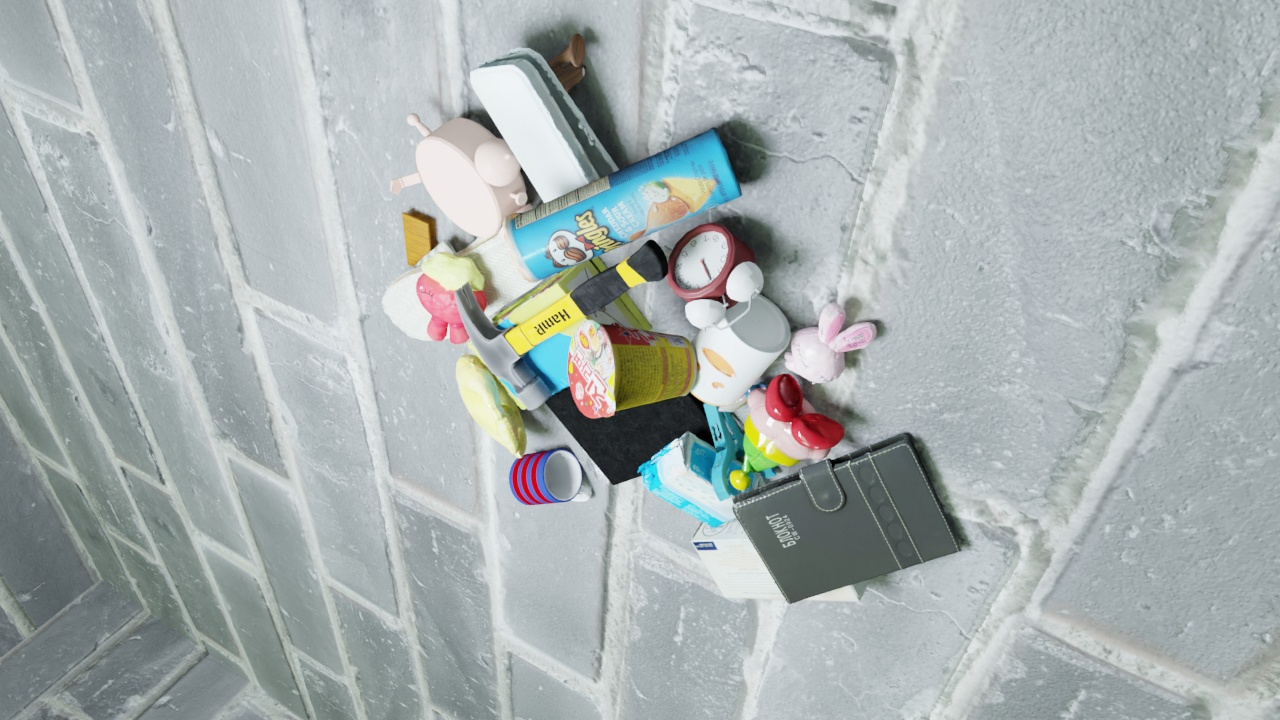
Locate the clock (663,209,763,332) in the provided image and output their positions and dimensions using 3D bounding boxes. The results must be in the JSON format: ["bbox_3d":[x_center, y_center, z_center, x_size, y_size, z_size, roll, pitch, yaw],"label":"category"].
[{"bbox_3d":[0.074,-0.086,0.921,0.087,0.124,0.044,-37,141,21],"label":"clock"}]

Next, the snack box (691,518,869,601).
[{"bbox_3d":[0.175,0.244,1.152,0.208,0.057,0.104,-12,116,43],"label":"snack box"}]

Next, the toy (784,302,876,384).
[{"bbox_3d":[0.189,-0.013,0.939,0.063,0.047,0.110,33,135,-2],"label":"toy"}]

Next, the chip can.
[{"bbox_3d":[-0.019,-0.151,0.901,0.230,0.079,0.080,-21,113,12],"label":"chip can"}]

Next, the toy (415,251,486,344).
[{"bbox_3d":[-0.235,-0.076,1.131,0.091,0.045,0.135,22,128,5],"label":"toy"}]

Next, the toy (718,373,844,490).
[{"bbox_3d":[0.143,0.082,1.020,0.124,0.096,0.132,42,150,7],"label":"toy"}]

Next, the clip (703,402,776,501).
[{"bbox_3d":[0.106,0.117,1.081,0.120,0.118,0.033,40,147,-15],"label":"clip"}]

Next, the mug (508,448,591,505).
[{"bbox_3d":[-0.124,0.176,1.320,0.076,0.074,0.112,-13,142,43],"label":"mug"}]

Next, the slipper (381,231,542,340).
[{"bbox_3d":[-0.223,-0.100,1.171,0.273,0.053,0.114,-19,116,35],"label":"slipper"}]

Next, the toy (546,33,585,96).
[{"bbox_3d":[-0.088,-0.283,0.927,0.102,0.041,0.054,-16,146,35],"label":"toy"}]

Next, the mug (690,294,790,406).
[{"bbox_3d":[0.099,-0.012,0.980,0.082,0.082,0.106,40,138,3],"label":"mug"}]

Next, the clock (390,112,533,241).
[{"bbox_3d":[-0.197,-0.199,1.037,0.161,0.086,0.131,20,144,27],"label":"clock"}]

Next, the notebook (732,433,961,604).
[{"bbox_3d":[0.227,0.180,1.021,0.209,0.029,0.169,-24,112,16],"label":"notebook"}]

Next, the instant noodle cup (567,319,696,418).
[{"bbox_3d":[-0.006,0.006,0.965,0.100,0.112,0.100,11,103,57],"label":"instant noodle cup"}]

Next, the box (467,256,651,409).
[{"bbox_3d":[-0.106,-0.031,1.128,0.124,0.079,0.222,50,140,-10],"label":"box"}]

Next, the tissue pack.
[{"bbox_3d":[0.076,0.146,1.127,0.144,0.061,0.093,31,143,-17],"label":"tissue pack"}]

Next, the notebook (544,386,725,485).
[{"bbox_3d":[-0.014,0.072,1.182,0.232,0.019,0.169,-26,107,46],"label":"notebook"}]

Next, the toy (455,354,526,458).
[{"bbox_3d":[-0.205,0.054,1.249,0.155,0.064,0.171,51,167,40],"label":"toy"}]

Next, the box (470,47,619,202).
[{"bbox_3d":[-0.093,-0.218,0.941,0.118,0.063,0.214,3,143,37],"label":"box"}]

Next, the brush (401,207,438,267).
[{"bbox_3d":[-0.289,-0.139,1.216,0.048,0.017,0.127,24,135,19],"label":"brush"}]

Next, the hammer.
[{"bbox_3d":[-0.086,-0.057,1.011,0.326,0.033,0.170,-26,106,45],"label":"hammer"}]
